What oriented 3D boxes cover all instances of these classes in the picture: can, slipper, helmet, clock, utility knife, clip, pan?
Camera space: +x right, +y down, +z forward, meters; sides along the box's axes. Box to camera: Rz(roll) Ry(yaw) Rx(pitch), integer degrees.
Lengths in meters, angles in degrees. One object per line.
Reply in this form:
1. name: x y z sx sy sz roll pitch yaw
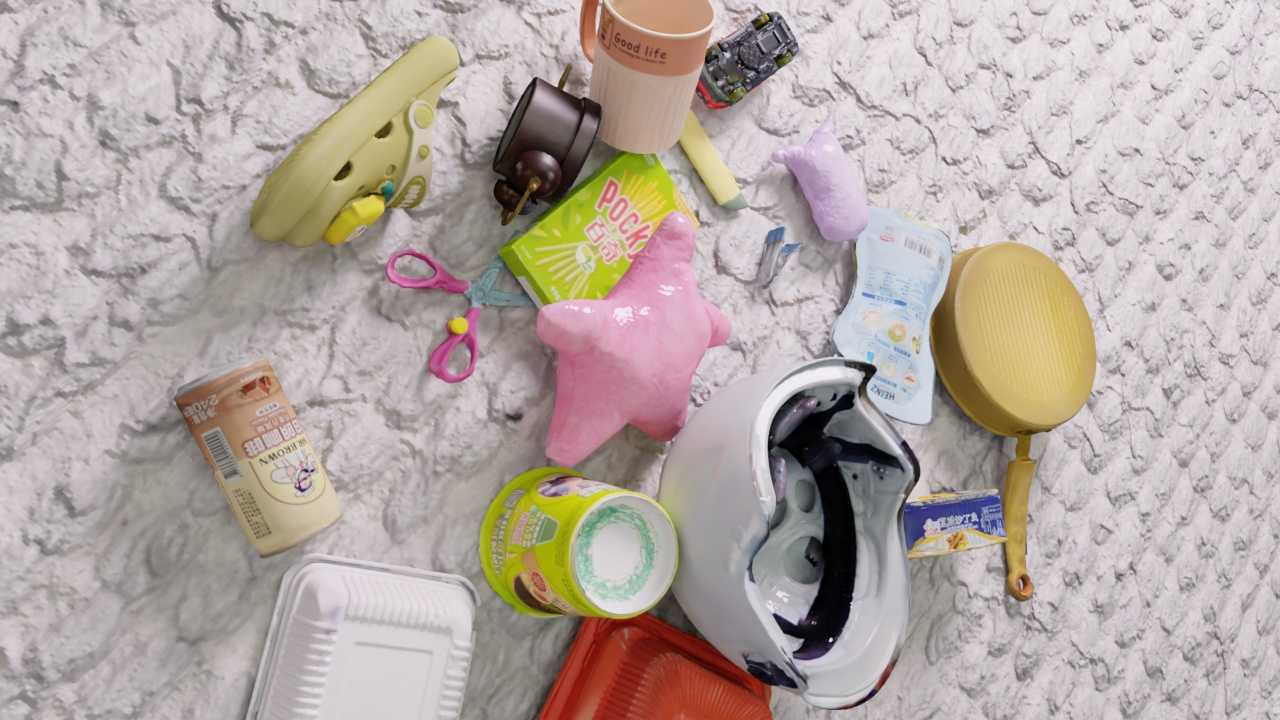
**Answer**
1. can: -0.235 0.059 0.569 0.058 0.059 0.116 -29 98 -29
2. slipper: -0.173 -0.138 0.612 0.081 0.092 0.190 44 62 -20
3. helmet: 0.099 0.127 0.691 0.228 0.146 0.259 -52 128 -35
4. can: 0.266 0.147 0.827 0.148 0.075 0.049 -2 81 -30
5. clock: -0.073 -0.151 0.671 0.055 0.082 0.121 25 72 -20
6. utility knife: 0.037 -0.205 0.773 0.030 0.020 0.188 -41 110 -31
7. clip: 0.118 -0.087 0.801 0.045 0.027 0.058 38 68 -28
8. pan: 0.373 0.058 0.914 0.197 0.078 0.357 -1 78 -26

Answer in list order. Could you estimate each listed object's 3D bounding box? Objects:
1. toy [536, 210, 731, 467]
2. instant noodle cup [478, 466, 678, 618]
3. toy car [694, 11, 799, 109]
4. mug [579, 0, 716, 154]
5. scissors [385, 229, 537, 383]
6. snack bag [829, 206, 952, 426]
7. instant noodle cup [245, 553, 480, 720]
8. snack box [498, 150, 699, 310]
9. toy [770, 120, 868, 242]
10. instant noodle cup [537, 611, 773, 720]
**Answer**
1. toy: -0.004 0.004 0.681 0.194 0.075 0.179 -42 131 -27
2. instant noodle cup: -0.038 0.129 0.632 0.111 0.124 0.111 4 82 -28
3. toy car: 0.087 -0.257 0.792 0.120 0.045 0.053 -40 101 -32
4. mug: -0.006 -0.232 0.699 0.081 0.106 0.114 -32 64 -33
5. scissors: -0.126 -0.050 0.668 0.131 0.017 0.133 38 63 -21
6. snack bag: 0.232 -0.042 0.841 0.110 0.039 0.190 25 69 -20
7. instant noodle cup: -0.172 0.220 0.585 0.138 0.060 0.173 17 78 -26
8. snack box: -0.028 -0.097 0.715 0.156 0.026 0.086 -44 111 -28
9. toy: 0.169 -0.156 0.829 0.083 0.039 0.108 -31 99 -28
10. instant noodle cup: 0.017 0.280 0.671 0.188 0.079 0.164 32 71 -21
